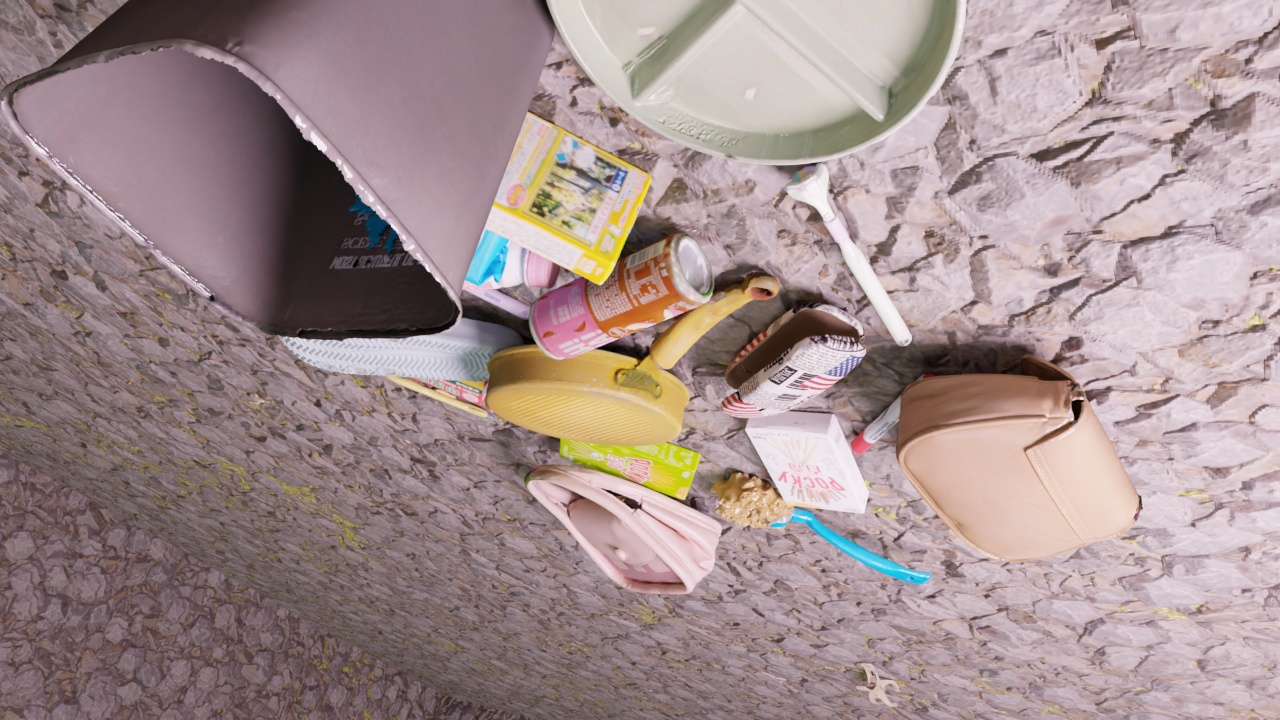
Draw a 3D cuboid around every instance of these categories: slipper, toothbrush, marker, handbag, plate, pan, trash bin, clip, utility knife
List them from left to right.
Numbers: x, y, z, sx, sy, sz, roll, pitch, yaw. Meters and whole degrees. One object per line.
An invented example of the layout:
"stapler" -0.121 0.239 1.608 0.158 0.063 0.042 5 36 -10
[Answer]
"trash bin" -0.170 -0.152 0.513 0.199 0.219 0.199 1 144 30
"slipper" -0.236 -0.034 0.903 0.245 0.074 0.104 7 150 -8
"utility knife" -0.239 0.037 1.037 0.176 0.019 0.031 21 177 -38
"toothbrush" -0.184 -0.083 0.838 0.189 0.029 0.021 26 -169 -12
"handbag" -0.036 0.191 1.114 0.234 0.093 0.194 37 154 -19
"pan" -0.005 0.005 0.826 0.197 0.078 0.358 20 158 -30
"plate" 0.055 -0.196 0.491 0.230 0.027 0.231 15 150 9
"toothbrush" 0.155 -0.067 0.650 0.029 0.020 0.189 -31 131 15
"clip" 0.376 0.508 1.457 0.035 0.076 0.103 -9 129 43
"marker" 0.220 0.048 0.801 0.017 0.017 0.145 21 150 -1
"handbag" 0.296 0.077 0.727 0.148 0.099 0.204 -15 136 35

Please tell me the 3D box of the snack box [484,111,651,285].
"snack box" -0.070 -0.121 0.633 0.140 0.086 0.034 24 150 -7

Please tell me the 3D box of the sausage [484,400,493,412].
"sausage" -0.134 0.035 0.999 0.020 0.020 0.156 35 147 -24

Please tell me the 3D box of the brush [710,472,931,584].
"brush" 0.197 0.190 1.011 0.255 0.045 0.083 25 147 5

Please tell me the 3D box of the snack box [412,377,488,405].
"snack box" -0.237 -0.005 0.990 0.156 0.027 0.077 22 152 -2

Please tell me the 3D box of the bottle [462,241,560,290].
"bottle" -0.165 -0.094 0.762 0.197 0.068 0.068 10 149 10

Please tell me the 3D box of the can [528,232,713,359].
"can" -0.017 -0.048 0.720 0.148 0.057 0.058 -21 132 32

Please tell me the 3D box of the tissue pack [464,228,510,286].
"tissue pack" -0.153 -0.121 0.676 0.140 0.063 0.090 25 116 -7

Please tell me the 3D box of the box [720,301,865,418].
"box" 0.123 0.016 0.751 0.075 0.076 0.164 23 148 -15

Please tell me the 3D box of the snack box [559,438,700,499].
"snack box" -0.014 0.108 1.037 0.156 0.026 0.086 18 151 4

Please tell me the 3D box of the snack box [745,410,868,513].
"snack box" 0.168 0.102 0.912 0.085 0.026 0.157 2 145 29
